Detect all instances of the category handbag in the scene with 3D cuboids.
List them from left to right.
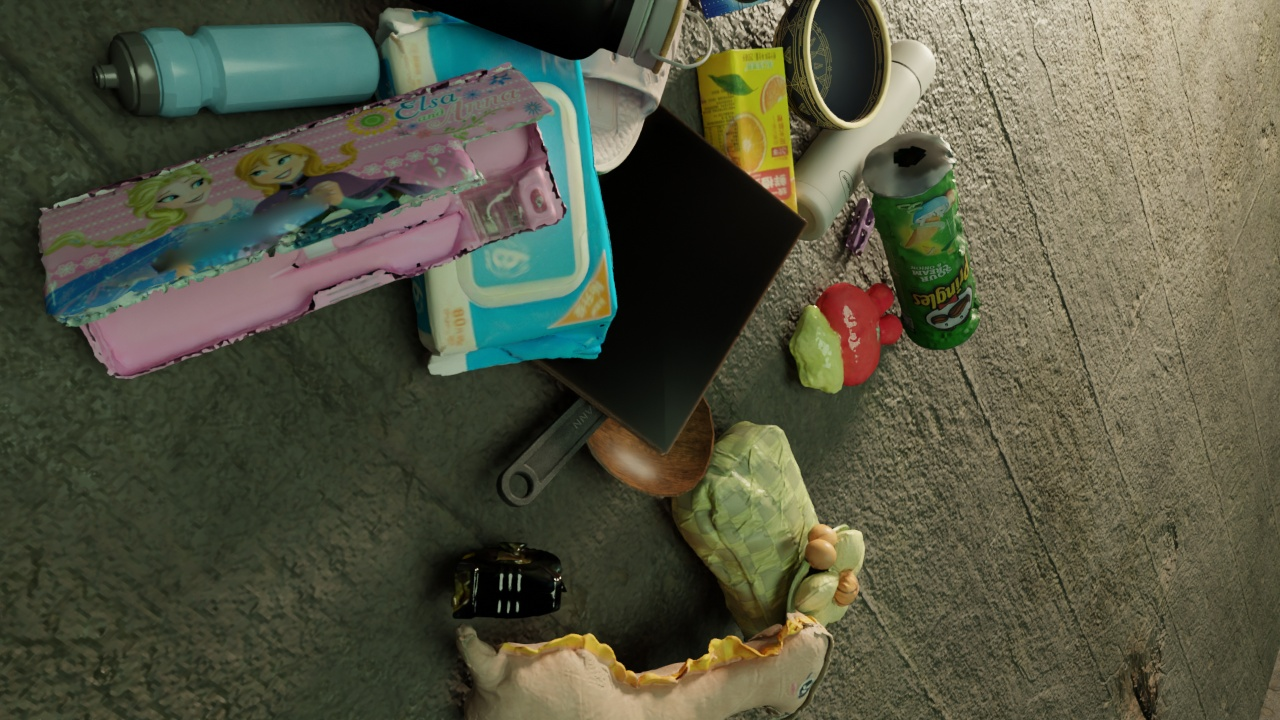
[{"bbox_3d":[0.106,0.138,0.700,0.113,0.117,0.186,-47,125,-29],"label":"handbag"}]

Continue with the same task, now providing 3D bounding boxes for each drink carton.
[{"bbox_3d":[0.081,-0.163,0.695,0.058,0.043,0.134,-18,106,-37],"label":"drink carton"}]

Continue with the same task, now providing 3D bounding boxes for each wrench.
[{"bbox_3d":[-0.004,0.004,0.626,0.073,0.018,0.272,51,54,-11],"label":"wrench"}]

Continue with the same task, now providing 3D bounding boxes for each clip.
[{"bbox_3d":[0.198,-0.121,0.827,0.036,0.013,0.053,10,90,-42],"label":"clip"}]

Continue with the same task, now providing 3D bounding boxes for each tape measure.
[{"bbox_3d":[-0.079,0.133,0.563,0.067,0.062,0.038,2,91,-6],"label":"tape measure"}]

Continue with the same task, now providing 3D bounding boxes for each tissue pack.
[{"bbox_3d":[-0.080,-0.092,0.526,0.116,0.066,0.209,-12,106,-23],"label":"tissue pack"}]

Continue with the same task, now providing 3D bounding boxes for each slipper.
[{"bbox_3d":[-0.013,-0.236,0.585,0.094,0.064,0.239,6,89,-43],"label":"slipper"}]

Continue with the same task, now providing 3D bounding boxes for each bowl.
[{"bbox_3d":[-0.001,0.045,0.642,0.114,0.026,0.101,31,58,-24],"label":"bowl"},{"bbox_3d":[0.141,-0.238,0.728,0.112,0.061,0.112,-6,98,-42],"label":"bowl"}]

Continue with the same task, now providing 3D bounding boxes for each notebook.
[{"bbox_3d":[0.013,-0.061,0.622,0.141,0.008,0.208,37,67,-9],"label":"notebook"}]

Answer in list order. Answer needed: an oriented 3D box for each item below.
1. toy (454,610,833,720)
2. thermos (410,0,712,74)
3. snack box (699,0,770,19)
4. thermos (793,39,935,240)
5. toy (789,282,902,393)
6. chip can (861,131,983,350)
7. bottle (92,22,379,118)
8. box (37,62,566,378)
[{"bbox_3d":[0.014,0.208,0.608,0.264,0.065,0.196,-16,124,-16],"label":"toy"},{"bbox_3d":[-0.072,-0.196,0.455,0.231,0.061,0.061,18,80,-8],"label":"thermos"},{"bbox_3d":[0.062,-0.314,0.615,0.027,0.082,0.150,-89,160,-48],"label":"snack box"},{"bbox_3d":[0.185,-0.193,0.780,0.223,0.052,0.052,-52,126,-26],"label":"thermos"},{"bbox_3d":[0.181,-0.024,0.799,0.134,0.045,0.092,-31,112,-31],"label":"toy"},{"bbox_3d":[0.249,-0.099,0.799,0.075,0.075,0.223,-60,144,-20],"label":"chip can"},{"bbox_3d":[-0.193,-0.141,0.444,0.129,0.040,0.040,-20,108,-40],"label":"bottle"},{"bbox_3d":[-0.141,-0.064,0.414,0.230,0.097,0.085,-23,110,-16],"label":"box"}]
